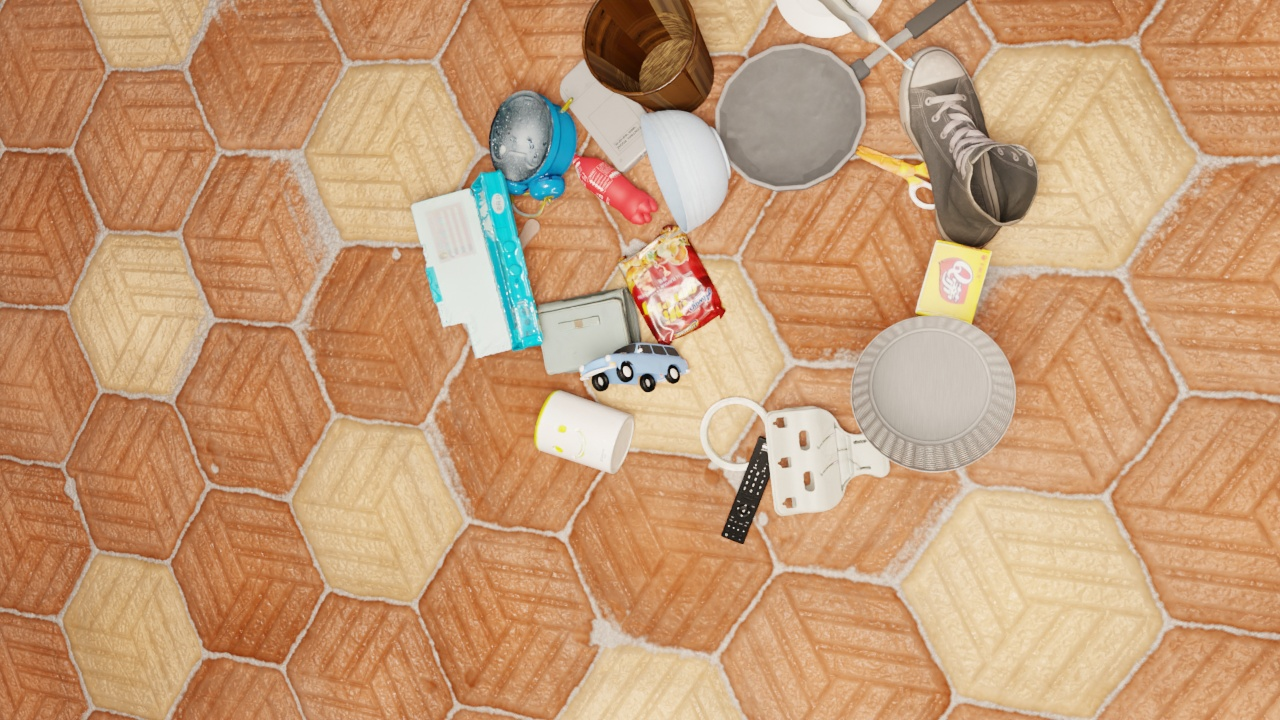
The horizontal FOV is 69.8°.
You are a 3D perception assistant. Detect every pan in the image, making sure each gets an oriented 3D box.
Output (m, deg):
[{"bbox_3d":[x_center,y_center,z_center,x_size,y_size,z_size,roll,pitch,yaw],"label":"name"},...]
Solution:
[{"bbox_3d":[0.252,-0.338,1.089,0.357,0.041,0.178,-36,78,9],"label":"pan"}]

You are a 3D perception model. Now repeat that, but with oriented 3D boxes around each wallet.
[{"bbox_3d":[-0.069,-0.038,1.191,0.132,0.054,0.100,-11,87,22],"label":"wallet"}]

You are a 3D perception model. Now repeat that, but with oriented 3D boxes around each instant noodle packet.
[{"bbox_3d":[0.037,-0.094,1.161,0.099,0.039,0.135,-29,84,12],"label":"instant noodle packet"}]

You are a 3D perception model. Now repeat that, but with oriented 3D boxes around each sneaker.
[{"bbox_3d":[0.357,-0.244,1.006,0.095,0.120,0.234,-9,87,-3],"label":"sneaker"}]

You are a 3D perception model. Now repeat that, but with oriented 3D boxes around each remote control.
[{"bbox_3d":[-0.040,-0.322,1.190,0.074,0.019,0.151,-40,81,14],"label":"remote control"},{"bbox_3d":[0.137,0.162,1.139,0.030,0.009,0.140,20,104,5],"label":"remote control"}]

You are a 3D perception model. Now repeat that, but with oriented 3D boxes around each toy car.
[{"bbox_3d":[-0.007,0.007,1.117,0.056,0.153,0.054,-21,74,40],"label":"toy car"}]

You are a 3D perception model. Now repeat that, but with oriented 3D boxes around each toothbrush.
[{"bbox_3d":[0.252,-0.390,1.060,0.024,0.022,0.185,-43,64,15],"label":"toothbrush"}]

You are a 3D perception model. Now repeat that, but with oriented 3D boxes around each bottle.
[{"bbox_3d":[-0.041,-0.226,1.180,0.141,0.042,0.042,39,101,13],"label":"bottle"}]

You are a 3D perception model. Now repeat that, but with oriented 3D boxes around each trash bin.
[{"bbox_3d":[0.316,0.032,1.000,0.157,0.183,0.156,0,91,17],"label":"trash bin"}]

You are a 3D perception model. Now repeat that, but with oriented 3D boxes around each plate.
[{"bbox_3d":[0.229,-0.460,1.108,0.135,0.011,0.134,0,91,17],"label":"plate"}]

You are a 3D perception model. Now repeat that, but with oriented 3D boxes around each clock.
[{"bbox_3d":[-0.141,-0.267,1.188,0.117,0.060,0.161,22,105,36],"label":"clock"}]

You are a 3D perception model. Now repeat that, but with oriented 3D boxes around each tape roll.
[{"bbox_3d":[0.121,0.092,1.150,0.093,0.013,0.093,0,91,17],"label":"tape roll"}]

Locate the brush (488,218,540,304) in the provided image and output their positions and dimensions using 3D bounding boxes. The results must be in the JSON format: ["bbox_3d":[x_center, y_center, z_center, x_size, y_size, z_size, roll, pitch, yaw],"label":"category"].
[{"bbox_3d":[-0.180,-0.134,1.239,0.050,0.015,0.136,39,102,12],"label":"brush"}]

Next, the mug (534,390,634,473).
[{"bbox_3d":[-0.071,0.092,1.175,0.106,0.082,0.082,17,96,15],"label":"mug"}]

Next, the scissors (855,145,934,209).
[{"bbox_3d":[0.311,-0.223,1.087,0.128,0.013,0.065,25,97,15],"label":"scissors"}]

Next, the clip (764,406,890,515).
[{"bbox_3d":[0.220,0.115,1.106,0.151,0.105,0.126,-6,90,-14],"label":"clip"}]

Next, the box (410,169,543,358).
[{"bbox_3d":[-0.201,-0.120,1.207,0.172,0.084,0.227,-11,94,40],"label":"box"}]

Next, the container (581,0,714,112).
[{"bbox_3d":[0.022,-0.360,1.093,0.132,0.167,0.132,0,91,17],"label":"container"}]

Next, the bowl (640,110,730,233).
[{"bbox_3d":[0.062,-0.236,1.104,0.075,0.150,0.150,-22,84,-3],"label":"bowl"}]

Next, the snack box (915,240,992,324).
[{"bbox_3d":[0.349,-0.084,1.028,0.061,0.105,0.083,15,95,16],"label":"snack box"}]
